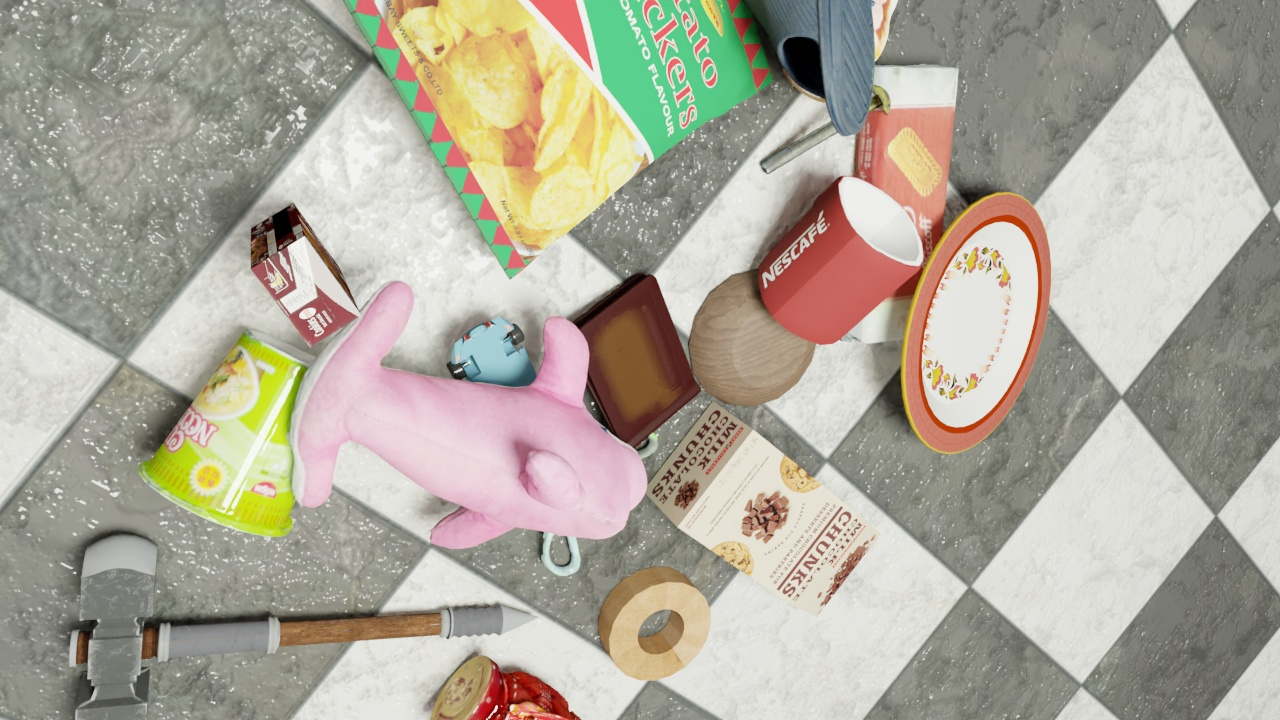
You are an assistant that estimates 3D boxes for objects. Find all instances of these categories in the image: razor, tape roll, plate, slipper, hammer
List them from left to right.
[{"bbox_3d":[-0.229,0.198,0.672,0.321,0.043,0.156,4,105,-26],"label":"hammer"},{"bbox_3d":[0.012,0.225,0.784,0.094,0.027,0.094,-7,109,-21],"label":"tape roll"},{"bbox_3d":[0.103,-0.274,0.609,0.101,0.083,0.263,24,62,-64],"label":"slipper"},{"bbox_3d":[0.139,-0.172,0.695,0.106,0.042,0.026,-29,99,20],"label":"razor"},{"bbox_3d":[0.289,-0.031,0.798,0.229,0.021,0.230,-15,113,-38],"label":"plate"}]

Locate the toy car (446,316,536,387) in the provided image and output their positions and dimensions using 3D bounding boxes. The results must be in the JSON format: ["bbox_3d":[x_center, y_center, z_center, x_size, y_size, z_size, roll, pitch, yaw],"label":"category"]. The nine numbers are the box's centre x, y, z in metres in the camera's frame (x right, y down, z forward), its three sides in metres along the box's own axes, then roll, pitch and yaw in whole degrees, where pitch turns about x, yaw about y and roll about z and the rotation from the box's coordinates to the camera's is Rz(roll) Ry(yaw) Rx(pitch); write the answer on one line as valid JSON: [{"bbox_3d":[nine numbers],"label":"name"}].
[{"bbox_3d":[-0.104,0.014,0.665,0.060,0.027,0.108,-33,129,-17],"label":"toy car"}]

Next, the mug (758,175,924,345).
[{"bbox_3d":[0.149,-0.086,0.703,0.080,0.116,0.097,22,135,-23],"label":"mug"}]

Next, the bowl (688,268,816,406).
[{"bbox_3d":[0.098,-0.014,0.743,0.117,0.030,0.118,-7,109,-21],"label":"bowl"}]

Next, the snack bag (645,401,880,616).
[{"bbox_3d":[0.115,0.136,0.776,0.206,0.070,0.094,38,89,-28],"label":"snack bag"}]

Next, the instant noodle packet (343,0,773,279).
[{"bbox_3d":[-0.032,-0.202,0.589,0.252,0.090,0.196,-40,126,-17],"label":"instant noodle packet"}]

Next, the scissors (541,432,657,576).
[{"bbox_3d":[-0.059,0.097,0.712,0.171,0.021,0.172,-19,125,-21],"label":"scissors"}]

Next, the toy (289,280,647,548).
[{"bbox_3d":[-0.086,0.062,0.595,0.265,0.128,0.187,23,98,-33],"label":"toy"}]

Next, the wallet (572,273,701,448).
[{"bbox_3d":[-0.004,0.004,0.702,0.091,0.018,0.116,-39,120,-26],"label":"wallet"}]

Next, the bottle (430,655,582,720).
[{"bbox_3d":[-0.098,0.291,0.718,0.099,0.099,0.111,-47,111,-3],"label":"bottle"}]

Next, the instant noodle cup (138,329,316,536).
[{"bbox_3d":[-0.246,0.042,0.587,0.099,0.099,0.108,29,86,-27],"label":"instant noodle cup"}]

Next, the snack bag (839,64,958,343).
[{"bbox_3d":[0.211,-0.125,0.751,0.077,0.041,0.225,-7,108,-22],"label":"snack bag"}]

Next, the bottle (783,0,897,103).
[{"bbox_3d":[0.153,-0.247,0.674,0.063,0.063,0.108,33,91,-28],"label":"bottle"}]

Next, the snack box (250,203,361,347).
[{"bbox_3d":[-0.201,-0.055,0.543,0.031,0.141,0.051,-34,116,-10],"label":"snack box"}]
